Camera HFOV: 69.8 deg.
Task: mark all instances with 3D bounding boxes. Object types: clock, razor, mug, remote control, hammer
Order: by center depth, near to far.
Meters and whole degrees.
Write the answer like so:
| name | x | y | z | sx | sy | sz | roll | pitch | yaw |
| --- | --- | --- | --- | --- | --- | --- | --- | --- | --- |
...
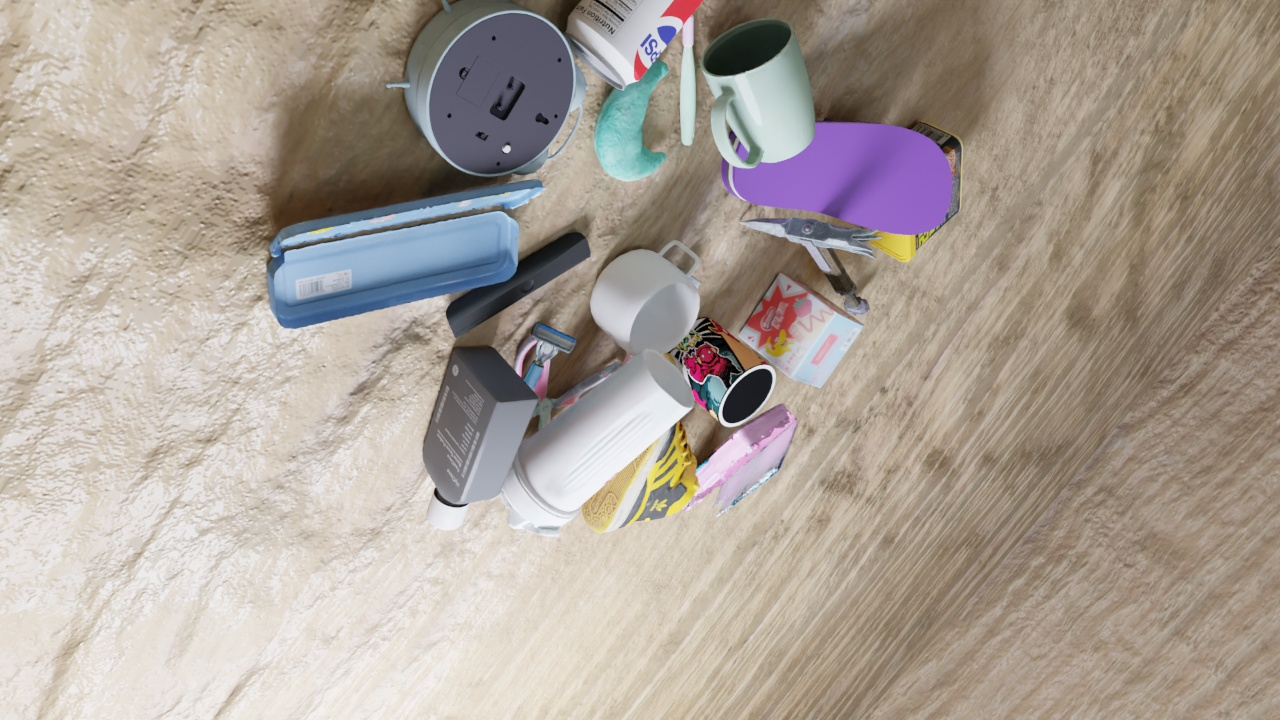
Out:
| name | x | y | z | sx | sy | sz | roll | pitch | yaw |
| --- | --- | --- | --- | --- | --- | --- | --- | --- | --- |
| clock | -0.102 | -0.197 | 0.678 | 0.159 | 0.045 | 0.123 | 18 | 109 | -53 |
| mug | 0.101 | -0.222 | 0.802 | 0.111 | 0.084 | 0.104 | -54 | 136 | -23 |
| remote control | -0.108 | -0.068 | 0.815 | 0.146 | 0.015 | 0.033 | -34 | 142 | -18 |
| razor | -0.109 | 0.026 | 0.881 | 0.042 | 0.022 | 0.144 | 26 | 117 | -10 |
| mug | 0.010 | -0.064 | 0.894 | 0.115 | 0.068 | 0.094 | -51 | 144 | 5 |
| mug | 0.090 | 0.023 | 1.030 | 0.081 | 0.098 | 0.118 | -37 | 143 | -15 |
| hammer | 0.223 | -0.101 | 1.063 | 0.316 | 0.147 | 0.028 | 29 | 77 | -65 |

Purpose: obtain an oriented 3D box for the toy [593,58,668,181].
| name | x | y | z | sx | sy | sz | roll | pitch | yaw |
| --- | --- | --- | --- | --- | --- | --- | --- | --- | --- |
| toy | -0.007 | -0.198 | 0.785 | 0.084 | 0.033 | 0.105 | -36 | 143 | -33 |

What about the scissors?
| name | x | y | z | sx | sy | sz | roll | pitch | yaw |
| --- | --- | --- | --- | --- | --- | --- | --- | --- | --- |
| scissors | -0.084 | 0.032 | 0.936 | 0.176 | 0.013 | 0.171 | -22 | 137 | -30 |

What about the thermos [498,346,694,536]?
| name | x | y | z | sx | sy | sz | roll | pitch | yaw |
| --- | --- | --- | --- | --- | --- | --- | --- | --- | --- |
| thermos | -0.051 | 0.083 | 0.893 | 0.221 | 0.099 | 0.099 | -40 | 148 | 21 |

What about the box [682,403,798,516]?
| name | x | y | z | sx | sy | sz | roll | pitch | yaw |
| --- | --- | --- | --- | --- | --- | --- | --- | --- | --- |
| box | 0.121 | 0.135 | 1.117 | 0.084 | 0.071 | 0.231 | -26 | 165 | -28 |

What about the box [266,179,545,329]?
| name | x | y | z | sx | sy | sz | roll | pitch | yaw |
| --- | --- | --- | --- | --- | --- | --- | --- | --- | --- |
| box | -0.178 | -0.091 | 0.704 | 0.208 | 0.043 | 0.125 | -19 | 154 | -34 |

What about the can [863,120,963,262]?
| name | x | y | z | sx | sy | sz | roll | pitch | yaw |
| --- | --- | --- | --- | --- | --- | --- | --- | --- | --- |
| can | 0.321 | -0.199 | 1.082 | 0.101 | 0.072 | 0.131 | -41 | 144 | -13 |

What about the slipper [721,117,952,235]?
| name | x | y | z | sx | sy | sz | roll | pitch | yaw |
| --- | --- | --- | --- | --- | --- | --- | --- | --- | --- |
| slipper | 0.196 | -0.200 | 0.956 | 0.266 | 0.084 | 0.107 | 2 | 108 | -24 |

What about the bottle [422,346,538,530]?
| name | x | y | z | sx | sy | sz | roll | pitch | yaw |
| --- | --- | --- | --- | --- | --- | --- | --- | --- | --- |
| bottle | -0.159 | 0.082 | 0.848 | 0.046 | 0.084 | 0.174 | -4 | 127 | -44 |

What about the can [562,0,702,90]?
| name | x | y | z | sx | sy | sz | roll | pitch | yaw |
| --- | --- | --- | --- | --- | --- | --- | --- | --- | --- |
| can | 0.006 | -0.276 | 0.690 | 0.132 | 0.070 | 0.070 | -50 | 144 | 4 |

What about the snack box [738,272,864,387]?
| name | x | y | z | sx | sy | sz | roll | pitch | yaw |
| --- | --- | --- | --- | --- | --- | --- | --- | --- | --- |
| snack box | 0.188 | -0.035 | 1.080 | 0.079 | 0.095 | 0.093 | 16 | 112 | -50 |

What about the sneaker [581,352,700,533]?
| name | x | y | z | sx | sy | sz | roll | pitch | yaw |
| --- | --- | --- | --- | --- | --- | --- | --- | --- | --- |
| sneaker | 0.025 | 0.095 | 1.040 | 0.122 | 0.086 | 0.239 | -1 | 128 | -38 |

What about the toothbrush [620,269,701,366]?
| name | x | y | z | sx | sy | sz | roll | pitch | yaw |
| --- | --- | --- | --- | --- | --- | --- | --- | --- | --- |
| toothbrush | -0.006 | 0.006 | 0.956 | 0.026 | 0.027 | 0.222 | 29 | 93 | -47 |

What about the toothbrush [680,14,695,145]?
| name | x | y | z | sx | sy | sz | roll | pitch | yaw |
| --- | --- | --- | --- | --- | --- | --- | --- | --- | --- |
| toothbrush | 0.043 | -0.256 | 0.793 | 0.155 | 0.015 | 0.022 | 90 | 23 | -43 |
